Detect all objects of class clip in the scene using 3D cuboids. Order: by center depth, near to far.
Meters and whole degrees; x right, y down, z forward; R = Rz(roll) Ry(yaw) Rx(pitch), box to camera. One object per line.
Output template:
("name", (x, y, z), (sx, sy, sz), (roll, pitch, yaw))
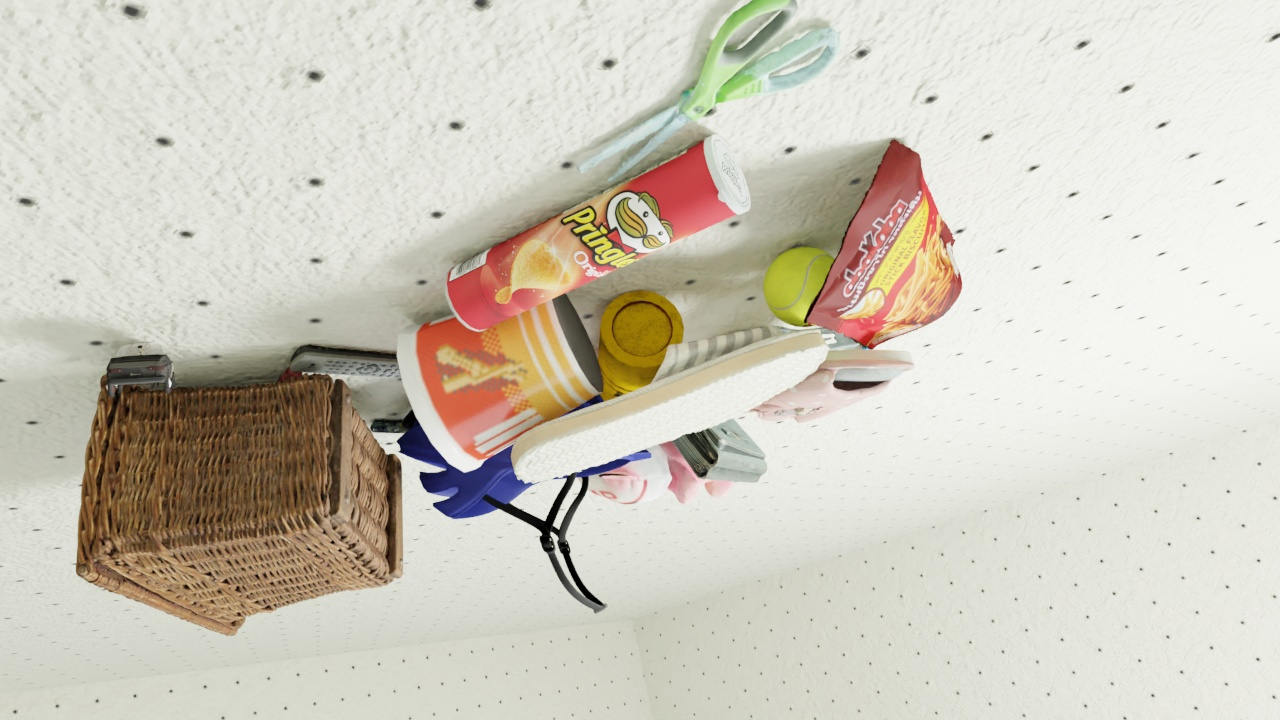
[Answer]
("clip", (0.149, -0.016, 0.922), (0.163, 0.028, 0.115), (-5, 160, -21))

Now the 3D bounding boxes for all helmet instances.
("helmet", (-0.106, 0.130, 0.869), (0.241, 0.227, 0.148), (-8, 168, 0))

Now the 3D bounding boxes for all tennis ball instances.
("tennis ball", (0.133, -0.059, 0.743), (0.065, 0.065, 0.065), (-11, 160, -4))

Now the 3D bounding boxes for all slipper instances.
("slipper", (0.024, 0.028, 0.723), (0.272, 0.054, 0.115), (-20, 162, -18))
("slipper", (0.139, 0.031, 0.873), (0.114, 0.054, 0.275), (3, 169, -37))

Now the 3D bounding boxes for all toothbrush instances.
("toothbrush", (-0.342, 0.044, 0.815), (0.016, 0.016, 0.190), (11, 150, -38))

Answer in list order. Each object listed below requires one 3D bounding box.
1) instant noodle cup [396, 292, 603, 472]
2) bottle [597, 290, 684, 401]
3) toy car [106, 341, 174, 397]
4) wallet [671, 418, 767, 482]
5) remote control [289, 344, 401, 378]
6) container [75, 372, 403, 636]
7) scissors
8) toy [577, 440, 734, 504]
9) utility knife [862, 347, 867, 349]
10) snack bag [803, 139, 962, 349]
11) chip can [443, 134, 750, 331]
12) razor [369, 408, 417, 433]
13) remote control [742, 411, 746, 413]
("instant noodle cup", (-0.103, 0.006, 0.718), (0.121, 0.123, 0.123), (-24, 158, 8))
("bottle", (-0.005, 0.005, 0.826), (0.071, 0.071, 0.164), (-9, 159, -8))
("toy car", (-0.358, 0.005, 0.657), (0.040, 0.037, 0.092), (-4, -177, -24))
("wallet", (0.091, 0.096, 1.084), (0.054, 0.100, 0.131), (-44, 150, 16))
("remote control", (-0.226, 0.004, 0.777), (0.136, 0.013, 0.033), (7, 152, -42))
("container", (-0.316, 0.120, 0.781), (0.183, 0.162, 0.250), (-8, 154, -1))
("scissors", (0.025, -0.150, 0.524), (0.175, 0.032, 0.092), (-28, 158, 27))
("toy", (0.008, 0.128, 1.121), (0.212, 0.084, 0.142), (0, -169, -38))
("utility knife", (0.240, -0.034, 0.940), (0.015, 0.031, 0.186), (26, 162, 12))
("snack bag", (0.187, -0.074, 0.711), (0.139, 0.066, 0.207), (-57, 149, 8))
("chip can", (-0.034, -0.080, 0.614), (0.215, 0.051, 0.051), (-22, 158, 25))
("razor", (-0.215, 0.047, 0.885), (0.042, 0.022, 0.145), (3, 155, -38))
("remote control", (0.172, 0.035, 1.079), (0.151, 0.019, 0.074), (-9, 159, -7))
